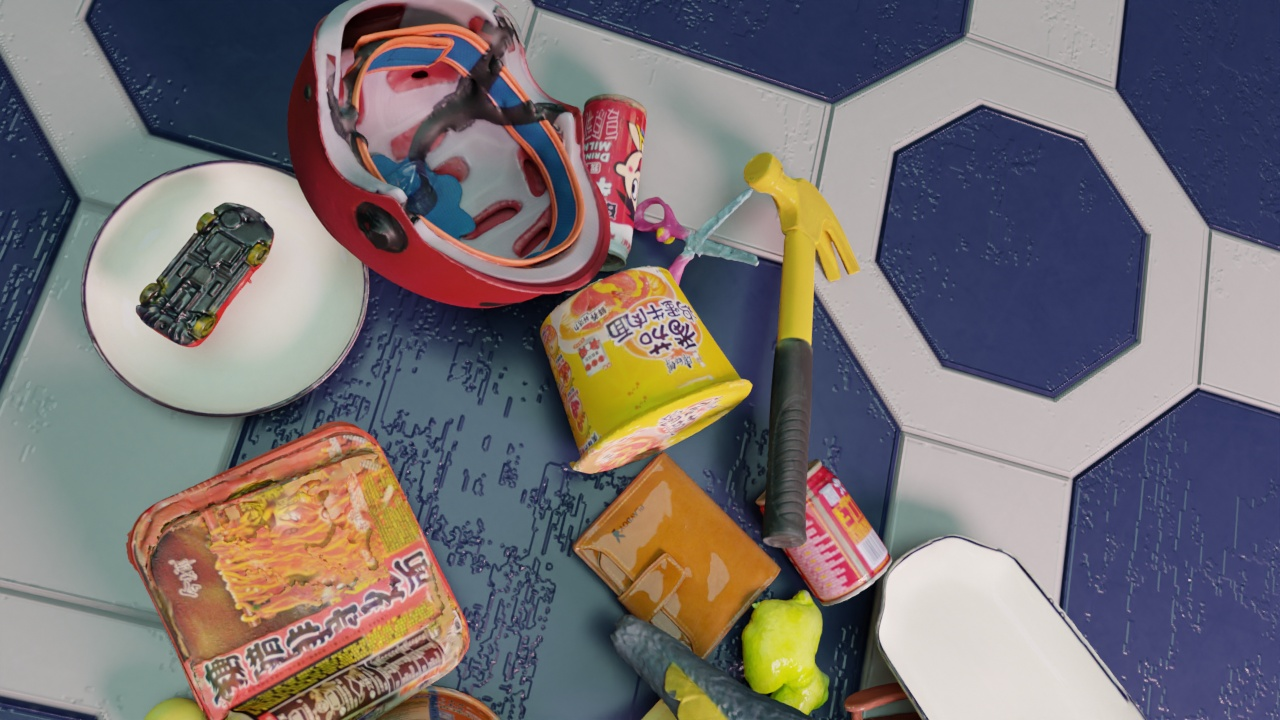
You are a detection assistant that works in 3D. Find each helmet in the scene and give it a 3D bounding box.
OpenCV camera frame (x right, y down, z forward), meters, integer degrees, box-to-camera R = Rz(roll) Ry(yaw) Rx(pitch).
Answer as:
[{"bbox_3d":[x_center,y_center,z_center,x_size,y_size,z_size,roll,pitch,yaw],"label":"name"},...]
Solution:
[{"bbox_3d":[-0.145,-0.132,0.663,0.240,0.144,0.206,55,44,-9],"label":"helmet"}]

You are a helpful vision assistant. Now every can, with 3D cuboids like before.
[{"bbox_3d":[-0.028,-0.142,0.738,0.053,0.053,0.132,9,76,-9],"label":"can"},{"bbox_3d":[0.139,0.130,0.705,0.066,0.067,0.094,-33,86,-16],"label":"can"}]

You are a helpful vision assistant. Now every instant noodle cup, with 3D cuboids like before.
[{"bbox_3d":[-0.144,0.293,0.588,0.151,0.112,0.151,2,77,-11],"label":"instant noodle cup"},{"bbox_3d":[-0.223,0.152,0.603,0.164,0.079,0.189,-25,90,-32],"label":"instant noodle cup"},{"bbox_3d":[-0.004,0.004,0.674,0.138,0.138,0.109,-23,75,-15],"label":"instant noodle cup"}]

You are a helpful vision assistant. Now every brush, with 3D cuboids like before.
[{"bbox_3d":[0.221,0.277,0.691,0.145,0.063,0.069,-2,91,-13],"label":"brush"}]

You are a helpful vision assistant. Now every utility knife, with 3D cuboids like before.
[{"bbox_3d":[-0.001,0.270,0.626,0.031,0.020,0.189,36,41,20],"label":"utility knife"}]

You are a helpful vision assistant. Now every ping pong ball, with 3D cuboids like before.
[{"bbox_3d":[-0.307,0.243,0.603,0.040,0.040,0.040,2,77,-11],"label":"ping pong ball"}]

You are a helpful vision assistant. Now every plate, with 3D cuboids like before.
[{"bbox_3d":[0.273,0.254,0.666,0.161,0.034,0.265,-21,65,-28],"label":"plate"},{"bbox_3d":[-0.297,-0.050,0.670,0.192,0.039,0.192,2,78,-11],"label":"plate"}]

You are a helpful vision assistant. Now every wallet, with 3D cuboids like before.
[{"bbox_3d":[0.023,0.155,0.696,0.130,0.035,0.118,45,67,0],"label":"wallet"}]

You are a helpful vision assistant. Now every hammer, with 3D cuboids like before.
[{"bbox_3d":[0.117,-0.008,0.696,0.128,0.033,0.300,29,57,-37],"label":"hammer"}]

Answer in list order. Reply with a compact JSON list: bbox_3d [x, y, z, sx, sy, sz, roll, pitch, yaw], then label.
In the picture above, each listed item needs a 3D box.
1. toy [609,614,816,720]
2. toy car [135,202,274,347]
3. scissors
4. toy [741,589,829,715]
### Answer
[{"bbox_3d":[0.117,0.307,0.614,0.091,0.138,0.356,-44,100,-21],"label":"toy"},{"bbox_3d":[-0.297,-0.060,0.634,0.049,0.031,0.106,31,76,-4],"label":"toy car"},{"bbox_3d":[0.037,-0.086,0.725,0.133,0.017,0.130,24,94,38],"label":"scissors"},{"bbox_3d":[0.108,0.227,0.689,0.096,0.031,0.100,-40,104,-22],"label":"toy"}]
